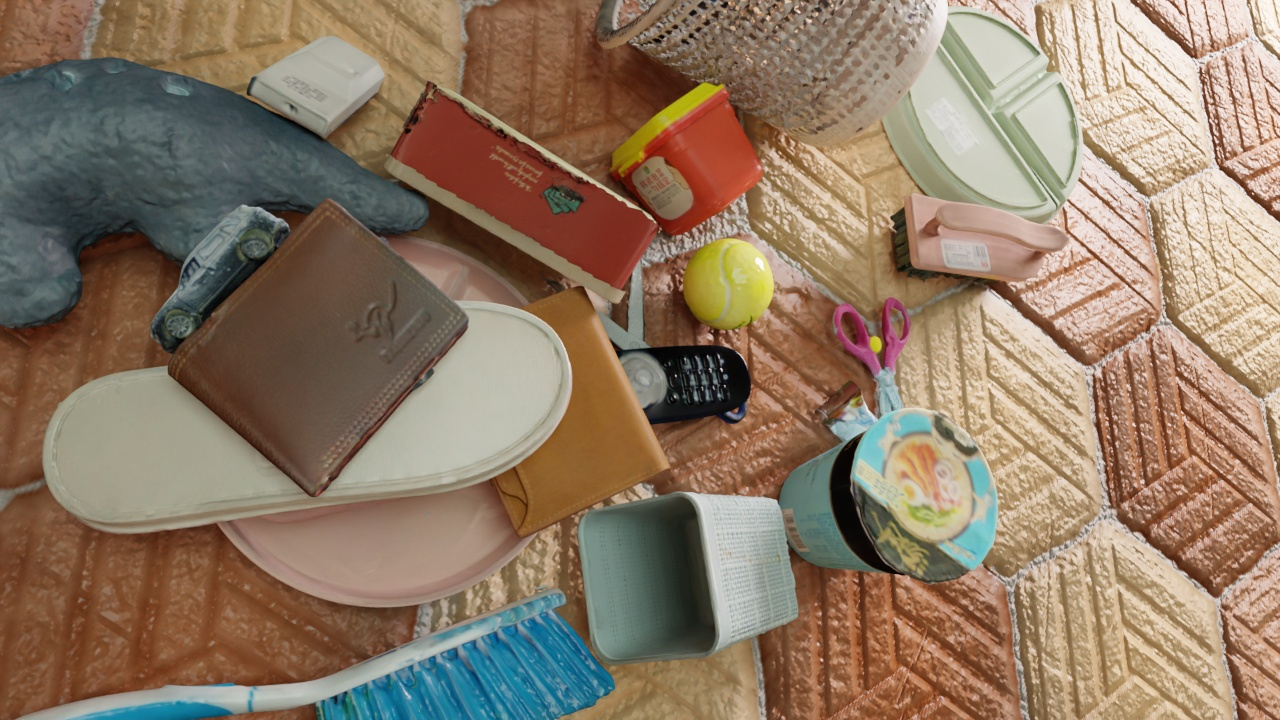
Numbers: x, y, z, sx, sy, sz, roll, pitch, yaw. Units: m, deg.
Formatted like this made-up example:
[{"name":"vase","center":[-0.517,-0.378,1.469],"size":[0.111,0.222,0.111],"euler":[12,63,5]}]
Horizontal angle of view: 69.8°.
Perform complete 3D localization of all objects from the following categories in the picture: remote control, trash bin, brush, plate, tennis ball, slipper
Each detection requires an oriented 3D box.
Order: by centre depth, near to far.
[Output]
[{"name":"brush","center":[-0.173,0.192,0.494],"size":[0.313,0.061,0.109],"euler":[-16,76,-24]},{"name":"slipper","center":[-0.172,0.032,0.505],"size":[0.274,0.054,0.114],"euler":[-12,77,-14]},{"name":"plate","center":[-0.152,0.033,0.561],"size":[0.229,0.028,0.229],"euler":[7,72,-22]},{"name":"remote control","center":[-0.196,-0.173,0.568],"size":[0.049,0.024,0.124],"euler":[28,28,-14]},{"name":"remote control","center":[0.012,0.017,0.623],"size":[0.136,0.024,0.053],"euler":[-4,76,-24]},{"name":"tennis ball","center":[0.062,-0.054,0.657],"size":[0.065,0.066,0.065],"euler":[7,72,-21]},{"name":"trash bin","center":[0.108,-0.272,0.675],"size":[0.192,0.228,0.227],"euler":[32,64,-25]},{"name":"brush","center":[0.283,-0.098,0.762],"size":[0.145,0.073,0.063],"euler":[6,71,-23]},{"name":"plate","center":[0.318,-0.226,0.841],"size":[0.230,0.028,0.230],"euler":[7,71,-21]}]

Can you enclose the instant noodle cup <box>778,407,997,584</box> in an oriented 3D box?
[{"name":"instant noodle cup","center":[0.157,0.097,0.622],"size":[0.111,0.121,0.111],"euler":[6,73,-20]}]

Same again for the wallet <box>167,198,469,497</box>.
[{"name":"wallet","center":[-0.162,-0.008,0.472],"size":[0.101,0.032,0.124],"euler":[39,73,0]}]

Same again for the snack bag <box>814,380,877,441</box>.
[{"name":"snack bag","center":[0.178,0.066,0.692],"size":[0.048,0.026,0.104],"euler":[-38,92,-22]}]

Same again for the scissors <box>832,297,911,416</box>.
[{"name":"scissors","center":[0.201,0.012,0.727],"size":[0.093,0.017,0.137],"euler":[-24,89,-28]}]

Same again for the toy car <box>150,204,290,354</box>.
[{"name":"toy car","center":[-0.222,-0.043,0.483],"size":[0.034,0.043,0.090],"euler":[39,79,-7]}]

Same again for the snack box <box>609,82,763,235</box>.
[{"name":"snack box","center":[0.034,-0.140,0.660],"size":[0.081,0.091,0.080],"euler":[-40,99,-27]}]

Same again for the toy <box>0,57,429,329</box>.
[{"name":"toy","center":[-0.303,-0.093,0.500],"size":[0.355,0.091,0.138],"euler":[-18,93,-21]}]

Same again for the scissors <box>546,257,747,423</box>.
[{"name":"scissors","center":[0.001,0.004,0.645],"size":[0.176,0.012,0.162],"euler":[30,64,-10]}]

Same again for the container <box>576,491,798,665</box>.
[{"name":"container","center":[0.034,0.130,0.561],"size":[0.111,0.090,0.090],"euler":[10,68,-52]}]

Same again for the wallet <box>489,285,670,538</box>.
[{"name":"wallet","center":[-0.055,0.029,0.565],"size":[0.107,0.031,0.131],"euler":[-22,81,-20]}]

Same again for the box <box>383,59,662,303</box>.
[{"name":"box","center":[-0.069,-0.115,0.592],"size":[0.168,0.091,0.077],"euler":[30,99,-10]}]
